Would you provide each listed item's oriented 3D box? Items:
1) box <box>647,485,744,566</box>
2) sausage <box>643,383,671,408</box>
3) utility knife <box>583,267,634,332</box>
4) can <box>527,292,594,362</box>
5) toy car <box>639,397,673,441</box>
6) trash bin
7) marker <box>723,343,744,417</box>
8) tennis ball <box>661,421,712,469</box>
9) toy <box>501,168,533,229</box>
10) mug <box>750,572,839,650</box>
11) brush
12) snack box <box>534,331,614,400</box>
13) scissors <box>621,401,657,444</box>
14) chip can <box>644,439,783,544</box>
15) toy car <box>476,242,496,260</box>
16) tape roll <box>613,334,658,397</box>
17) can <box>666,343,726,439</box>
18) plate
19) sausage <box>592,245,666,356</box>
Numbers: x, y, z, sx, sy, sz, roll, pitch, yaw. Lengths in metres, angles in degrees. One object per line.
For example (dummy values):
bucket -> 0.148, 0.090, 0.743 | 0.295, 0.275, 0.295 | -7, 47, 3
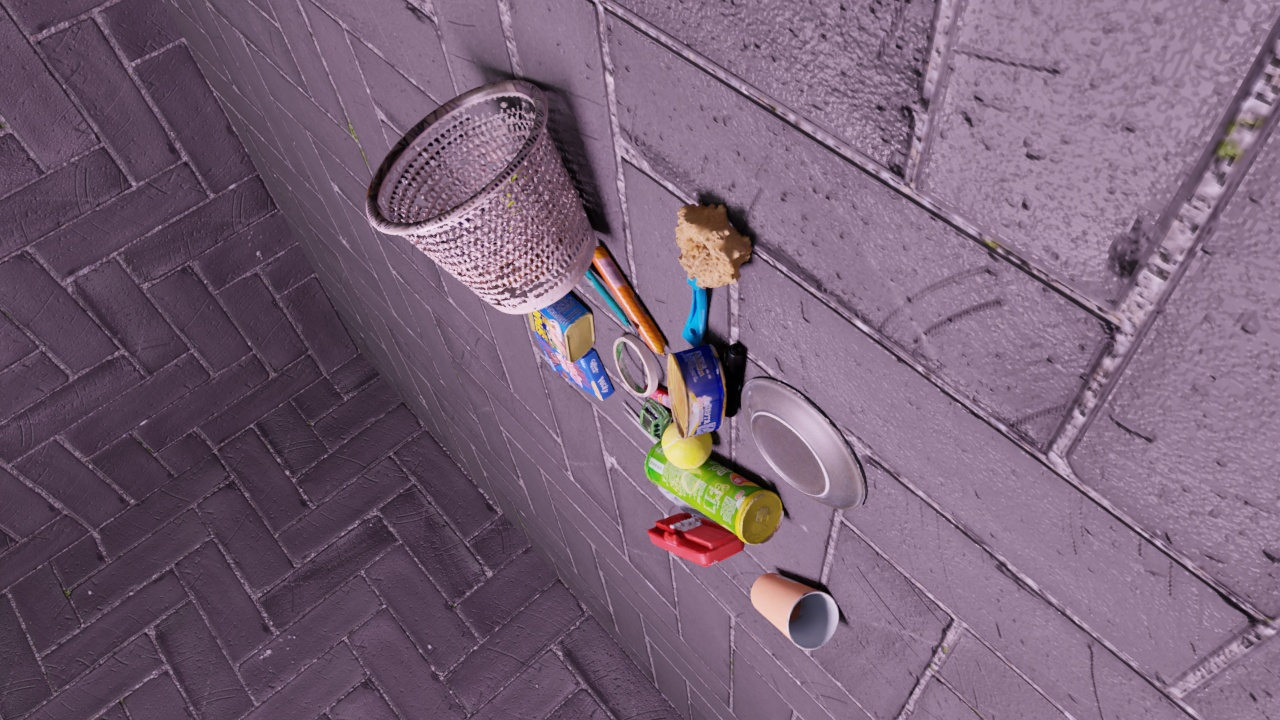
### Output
box -> 0.075, 0.226, 1.346 | 0.202, 0.095, 0.099 | -2, 106, 68
sausage -> 0.049, 0.057, 1.192 | 0.156, 0.020, 0.020 | 26, 147, 52
utility knife -> -0.051, -0.089, 1.145 | 0.164, 0.013, 0.029 | 52, 176, 29
can -> -0.112, -0.056, 1.308 | 0.083, 0.057, 0.102 | 42, 158, 22
toy car -> 0.021, 0.085, 1.284 | 0.043, 0.036, 0.091 | 43, 162, 22
trash bin -> -0.157, -0.165, 1.026 | 0.227, 0.227, 0.192 | 32, 165, 46
marker -> 0.101, 0.024, 1.016 | 0.132, 0.022, 0.020 | 87, 176, -58
tennis ball -> 0.060, 0.107, 1.185 | 0.065, 0.065, 0.066 | 45, 159, 22
toy -> -0.157, -0.204, 1.172 | 0.100, 0.031, 0.097 | -125, 36, -51
mug -> 0.204, 0.333, 1.248 | 0.078, 0.078, 0.123 | 58, 165, -16
brush -> 0.062, -0.074, 0.920 | 0.083, 0.045, 0.255 | 43, 162, 15
snack box -> -0.106, 0.000, 1.432 | 0.157, 0.026, 0.084 | 28, 149, 50
scissors -> 0.030, 0.132, 1.378 | 0.171, 0.012, 0.141 | 28, 149, 51
chip can -> 0.090, 0.167, 1.211 | 0.221, 0.072, 0.072 | 25, 147, 52
toy car -> -0.176, -0.132, 1.296 | 0.156, 0.071, 0.041 | 34, 152, 40
tape roll -> -0.007, 0.007, 1.215 | 0.086, 0.013, 0.086 | 43, 147, 37
can -> 0.063, 0.037, 1.044 | 0.148, 0.049, 0.074 | 86, 167, -61
plate -> 0.167, 0.096, 0.990 | 0.179, 0.024, 0.180 | 45, 160, 21
sausage -> -0.015, -0.073, 1.109 | 0.165, 0.021, 0.021 | 57, 160, -11
